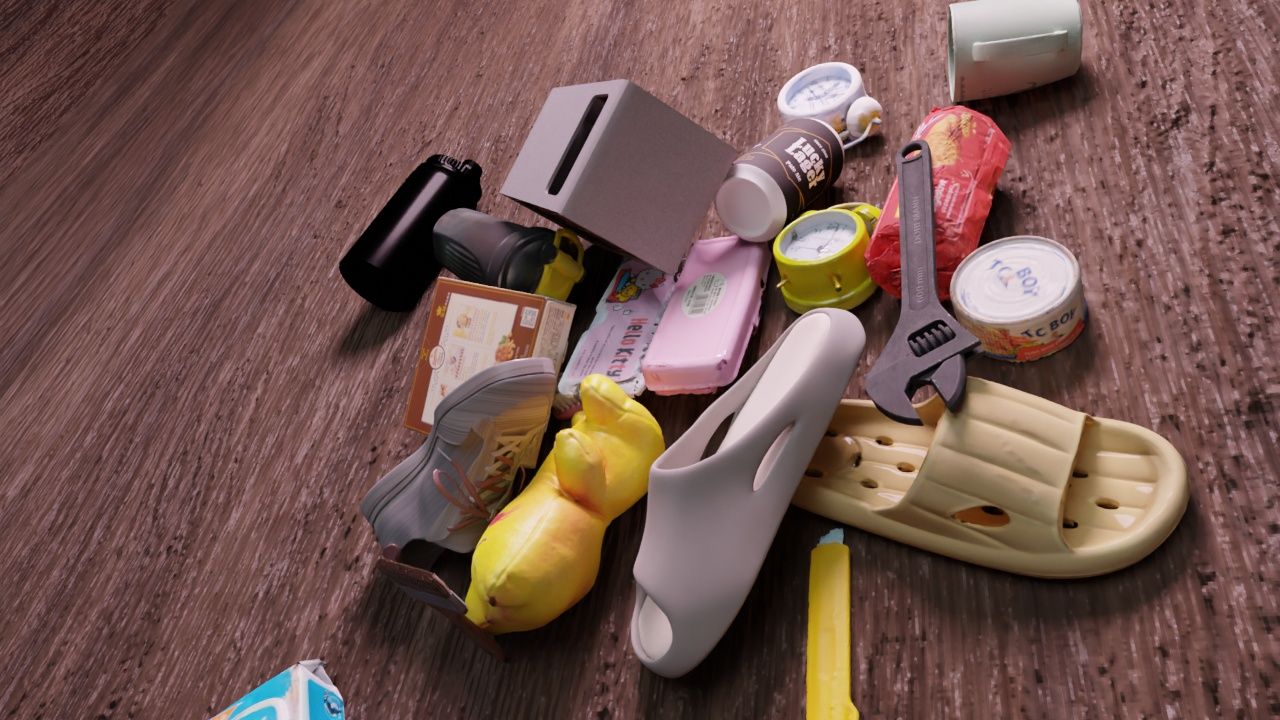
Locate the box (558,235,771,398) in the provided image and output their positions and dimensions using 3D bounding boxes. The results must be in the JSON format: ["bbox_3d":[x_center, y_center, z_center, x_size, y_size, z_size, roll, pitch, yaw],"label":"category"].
[{"bbox_3d":[0.025,-0.039,0.773,0.153,0.037,0.200,-3,36,21],"label":"box"}]

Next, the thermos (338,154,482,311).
[{"bbox_3d":[-0.255,-0.158,1.061,0.086,0.086,0.198,4,52,35],"label":"thermos"}]

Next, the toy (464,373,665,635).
[{"bbox_3d":[-0.053,0.113,0.663,0.087,0.135,0.193,32,58,1],"label":"toy"}]

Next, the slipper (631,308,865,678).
[{"bbox_3d":[0.050,0.066,0.594,0.265,0.080,0.113,-59,18,-9],"label":"slipper"}]

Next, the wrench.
[{"bbox_3d":[0.188,-0.066,0.621,0.073,0.018,0.272,-16,42,29],"label":"wrench"}]

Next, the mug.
[{"bbox_3d":[0.322,-0.271,0.791,0.104,0.084,0.111,-3,18,16],"label":"mug"}]

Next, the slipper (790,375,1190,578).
[{"bbox_3d":[0.186,0.060,0.568,0.262,0.079,0.111,5,56,37],"label":"slipper"}]

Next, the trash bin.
[{"bbox_3d":[-0.030,-0.168,0.830,0.114,0.114,0.229,-62,25,3],"label":"trash bin"}]

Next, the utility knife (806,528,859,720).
[{"bbox_3d":[0.115,0.168,0.552,0.030,0.017,0.158,-8,47,20],"label":"utility knife"}]

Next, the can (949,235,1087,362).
[{"bbox_3d":[0.265,-0.044,0.644,0.086,0.043,0.086,-18,44,18],"label":"can"}]

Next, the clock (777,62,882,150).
[{"bbox_3d":[0.182,-0.236,0.884,0.089,0.052,0.125,-24,44,9],"label":"clock"}]

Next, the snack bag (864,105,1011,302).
[{"bbox_3d":[0.235,-0.122,0.717,0.082,0.082,0.176,4,54,36],"label":"snack bag"}]

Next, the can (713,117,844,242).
[{"bbox_3d":[0.123,-0.161,0.807,0.072,0.072,0.128,8,37,38],"label":"can"}]

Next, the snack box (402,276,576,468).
[{"bbox_3d":[-0.136,0.007,0.803,0.147,0.041,0.143,13,89,40],"label":"snack box"}]

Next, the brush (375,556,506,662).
[{"bbox_3d":[-0.121,0.170,0.605,0.045,0.143,0.008,8,56,27],"label":"brush"}]

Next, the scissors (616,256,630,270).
[{"bbox_3d":[0.001,-0.137,0.934,0.118,0.013,0.139,12,59,39],"label":"scissors"}]

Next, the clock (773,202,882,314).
[{"bbox_3d":[0.155,-0.089,0.751,0.083,0.057,0.118,1,45,34],"label":"clock"}]

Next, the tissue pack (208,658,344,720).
[{"bbox_3d":[-0.254,0.286,0.638,0.093,0.062,0.144,-32,40,0],"label":"tissue pack"}]

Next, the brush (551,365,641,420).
[{"bbox_3d":[-0.005,0.005,0.781,0.172,0.030,0.040,-22,42,12],"label":"brush"}]

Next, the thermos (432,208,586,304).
[{"bbox_3d":[-0.137,-0.101,0.926,0.098,0.098,0.221,-44,37,-13],"label":"thermos"}]

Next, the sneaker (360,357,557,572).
[{"bbox_3d":[-0.126,0.092,0.694,0.237,0.099,0.089,-45,65,33],"label":"sneaker"}]
